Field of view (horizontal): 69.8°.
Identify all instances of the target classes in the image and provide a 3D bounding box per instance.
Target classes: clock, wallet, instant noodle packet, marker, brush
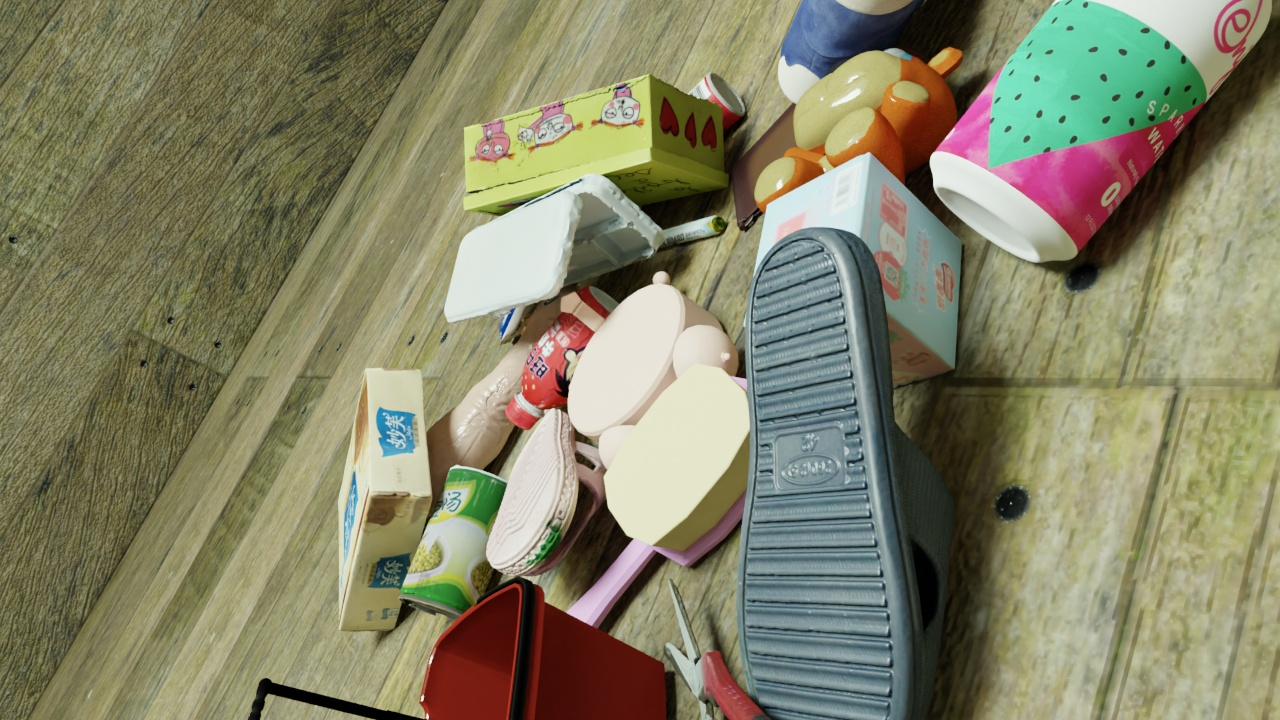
[{"bbox_3d":[-0.004,0.004,0.696,0.131,0.086,0.160,-52,35,10],"label":"clock"},{"bbox_3d":[0.118,-0.168,0.745,0.116,0.018,0.091,-41,32,33],"label":"wallet"},{"bbox_3d":[-0.114,-0.078,0.964,0.087,0.026,0.134,-99,34,-86],"label":"instant noodle packet"},{"bbox_3d":[0.025,-0.111,0.827,0.147,0.017,0.017,-6,56,55],"label":"marker"},{"bbox_3d":[0.004,0.105,0.599,0.229,0.043,0.089,-52,42,10],"label":"brush"}]

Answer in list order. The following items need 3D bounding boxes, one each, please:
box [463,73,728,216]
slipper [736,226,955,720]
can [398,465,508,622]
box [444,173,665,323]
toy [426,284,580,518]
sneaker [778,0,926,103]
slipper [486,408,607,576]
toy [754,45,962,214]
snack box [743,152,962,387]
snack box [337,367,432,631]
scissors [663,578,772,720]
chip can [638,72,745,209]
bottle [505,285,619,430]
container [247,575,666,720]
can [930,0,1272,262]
[{"bbox_3d":[-0.043,-0.182,0.825,0.221,0.124,0.083,-2,89,35],"label":"box"},{"bbox_3d":[0.106,0.068,0.440,0.101,0.082,0.263,-12,77,54],"label":"slipper"},{"bbox_3d":[-0.151,0.155,0.779,0.067,0.067,0.120,-15,49,51],"label":"can"},{"bbox_3d":[-0.079,-0.084,0.814,0.212,0.105,0.129,-5,66,55],"label":"box"},{"bbox_3d":[-0.150,0.032,0.910,0.264,0.065,0.196,-59,27,-11],"label":"toy"},{"bbox_3d":[0.184,-0.275,0.694,0.232,0.091,0.119,-52,-11,-36],"label":"sneaker"},{"bbox_3d":[-0.063,0.104,0.703,0.094,0.064,0.239,-56,11,7],"label":"slipper"},{"bbox_3d":[0.148,-0.147,0.591,0.112,0.096,0.175,-27,6,47],"label":"toy"},{"bbox_3d":[0.123,-0.044,0.526,0.080,0.094,0.092,-23,44,46],"label":"snack box"},{"bbox_3d":[-0.244,0.132,0.859,0.153,0.055,0.208,-108,32,-44],"label":"snack box"},{"bbox_3d":[0.042,0.189,0.460,0.197,0.015,0.179,115,148,-66],"label":"scissors"},{"bbox_3d":[0.007,-0.188,0.895,0.215,0.051,0.051,-38,34,30],"label":"chip can"},{"bbox_3d":[-0.068,0.003,0.810,0.138,0.062,0.062,-51,29,13],"label":"bottle"},{"bbox_3d":[-0.093,0.200,0.497,0.127,0.200,0.147,-42,32,37],"label":"container"},{"bbox_3d":[0.228,-0.135,0.460,0.166,0.088,0.088,-52,29,9],"label":"can"}]
